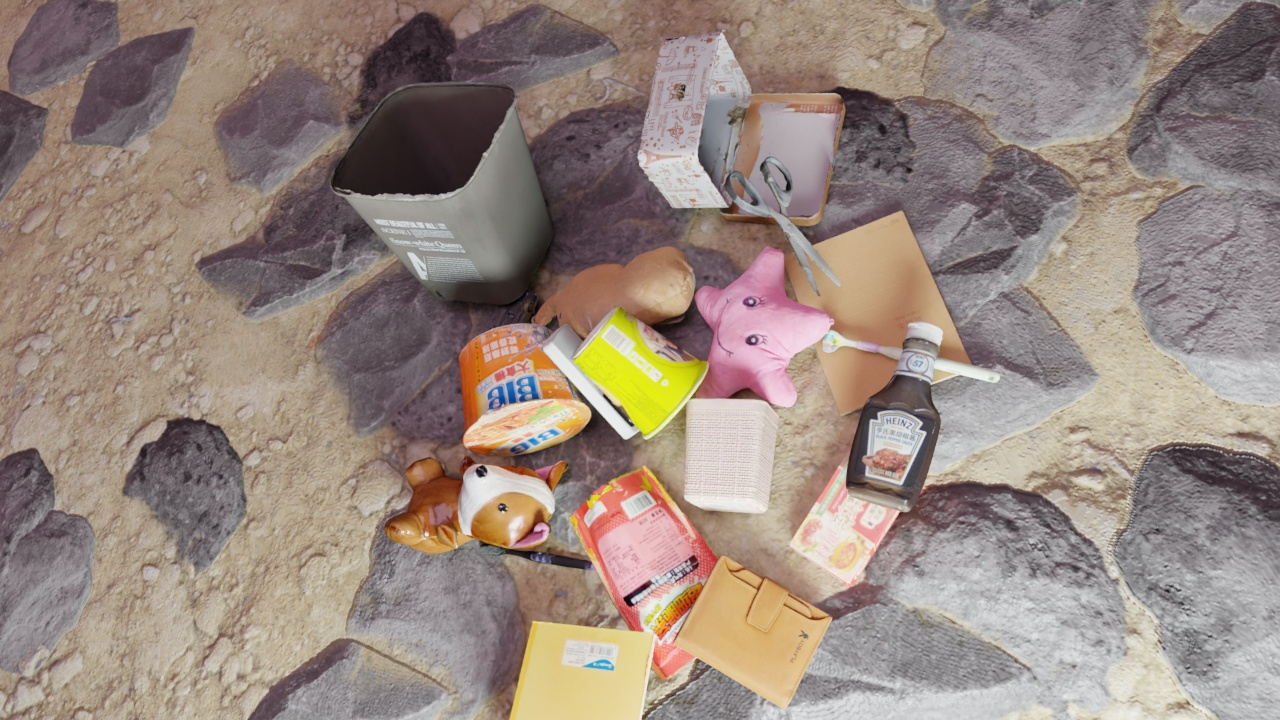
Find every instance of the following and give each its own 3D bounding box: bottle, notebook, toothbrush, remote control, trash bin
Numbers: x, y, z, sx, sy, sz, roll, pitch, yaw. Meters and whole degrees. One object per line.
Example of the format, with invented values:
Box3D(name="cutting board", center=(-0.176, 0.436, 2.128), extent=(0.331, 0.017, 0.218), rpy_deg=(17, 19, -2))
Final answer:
Box3D(name="bottle", center=(0.271, 0.054, 0.947), extent=(0.080, 0.044, 0.194), rpy_deg=(14, 76, 23))
Box3D(name="notebook", center=(0.263, -0.057, 1.041), extent=(0.150, 0.012, 0.211), rpy_deg=(-21, 65, 12))
Box3D(name="notebook", center=(-0.069, 0.373, 0.930), extent=(0.146, 0.010, 0.205), rpy_deg=(-1, 60, 22))
Box3D(name="toothbrush", center=(0.290, -0.003, 0.995), extent=(0.190, 0.029, 0.020), rpy_deg=(14, 35, 22))
Box3D(name="remote control", center=(-0.050, 0.024, 1.062), extent=(0.021, 0.058, 0.150), rpy_deg=(-37, 101, 28))
Box3D(name="toothbrush", center=(-0.106, 0.231, 1.070), extent=(0.189, 0.016, 0.014), rpy_deg=(5, 80, 21))
Box3D(name="trash bin", center=(-0.228, -0.197, 1.144), extent=(0.199, 0.220, 0.198), rpy_deg=(8, 56, 22))

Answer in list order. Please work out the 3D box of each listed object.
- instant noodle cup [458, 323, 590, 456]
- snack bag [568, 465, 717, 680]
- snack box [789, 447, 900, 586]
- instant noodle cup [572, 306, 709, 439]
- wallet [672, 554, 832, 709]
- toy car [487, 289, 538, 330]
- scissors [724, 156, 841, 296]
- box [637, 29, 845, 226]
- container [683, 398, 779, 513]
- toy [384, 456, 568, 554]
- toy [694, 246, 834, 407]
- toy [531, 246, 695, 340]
Box3D(name="instant noodle cup", center=(-0.144, 0.033, 1.080), extent=(0.151, 0.151, 0.111), rpy_deg=(-22, 65, 11))
Box3D(name="snack bag", center=(0.017, 0.225, 1.001), extent=(0.128, 0.073, 0.208), rpy_deg=(-34, 69, -6))
Box3D(name="snack box", center=(0.230, 0.153, 0.966), extent=(0.075, 0.025, 0.153), rpy_deg=(31, 83, 28))
Box3D(name="instant noodle cup", center=(-0.006, 0.006, 1.022), extent=(0.123, 0.112, 0.111), rpy_deg=(40, 87, -7))
Box3D(name="wallet", center=(0.115, 0.276, 0.941), extent=(0.132, 0.031, 0.107), rpy_deg=(29, 82, 7))
Box3D(name="toy car", center=(-0.164, -0.049, 1.185), extent=(0.042, 0.035, 0.090), rpy_deg=(19, 77, 27))
Box3D(name="scissors", center=(0.159, -0.153, 1.028), extent=(0.165, 0.014, 0.163), rpy_deg=(16, 65, -16))
Box3D(name="box", center=(0.120, -0.278, 1.095), extent=(0.205, 0.158, 0.180), rpy_deg=(8, 73, 23))
Box3D(name="container", center=(0.098, 0.106, 1.000), extent=(0.090, 0.090, 0.110), rpy_deg=(-1, 73, 20))
Box3D(name="toy", center=(-0.189, 0.165, 1.074), extent=(0.200, 0.131, 0.139), rpy_deg=(-1, 48, 13))
Box3D(name="toy", center=(0.138, -0.039, 1.042), extent=(0.179, 0.074, 0.194), rpy_deg=(-9, 69, 34))
Box3D(name="toy", center=(-0.043, -0.073, 1.117), extent=(0.226, 0.082, 0.143), rpy_deg=(-13, 25, 17))
